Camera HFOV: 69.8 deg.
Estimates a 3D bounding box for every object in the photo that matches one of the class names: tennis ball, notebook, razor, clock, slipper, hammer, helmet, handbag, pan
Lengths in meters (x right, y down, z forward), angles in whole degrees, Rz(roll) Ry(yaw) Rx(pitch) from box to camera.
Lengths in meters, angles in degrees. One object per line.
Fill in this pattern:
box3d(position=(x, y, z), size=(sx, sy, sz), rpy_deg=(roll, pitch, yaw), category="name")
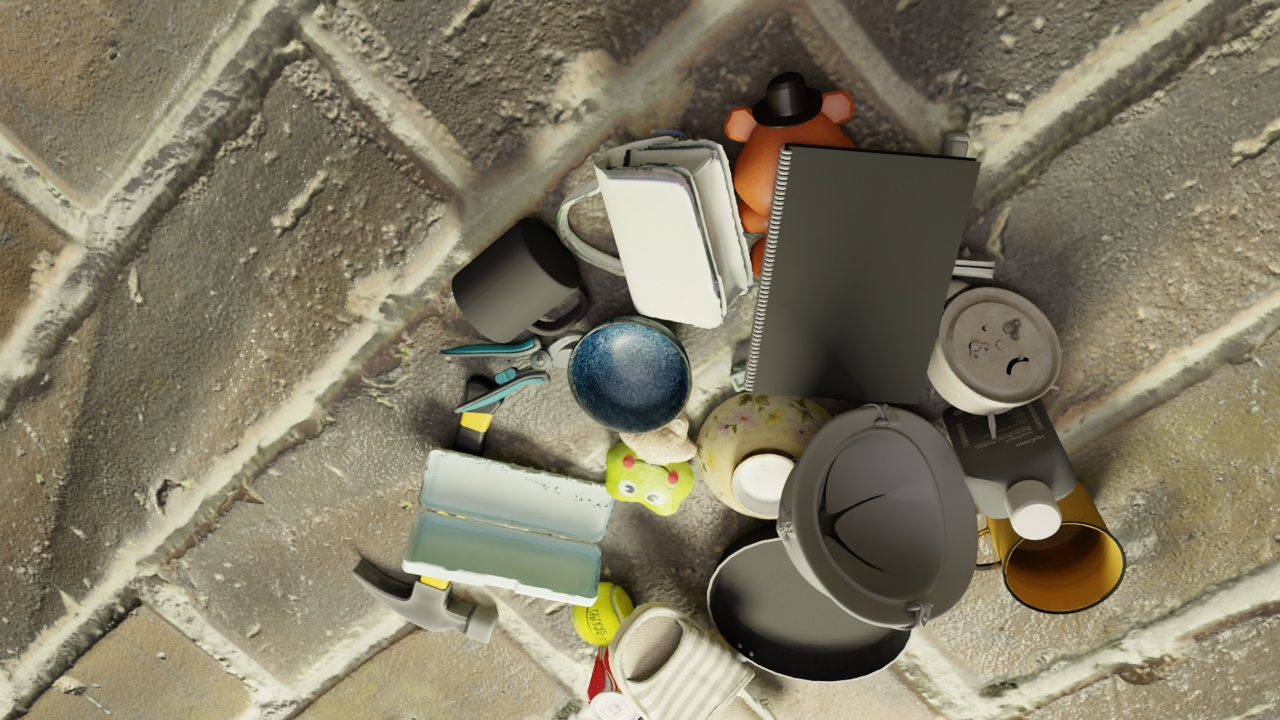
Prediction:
box3d(position=(-0.040, 0.271, 0.981), size=(0.065, 0.065, 0.065), rpy_deg=(4, 116, 8), category="tennis ball")
box3d(position=(0.168, -0.062, 0.724), size=(0.149, 0.016, 0.207), rpy_deg=(4, 117, -3), category="notebook")
box3d(position=(0.252, -0.129, 0.756), size=(0.088, 0.047, 0.116), rpy_deg=(5, 108, 7), category="razor")
box3d(position=(0.279, -0.019, 0.782), size=(0.103, 0.061, 0.157), rpy_deg=(-32, 76, -18), category="clock")
box3d(position=(0.071, 0.356, 0.944), size=(0.114, 0.054, 0.272), rpy_deg=(-43, 113, -12), category="slipper")
box3d(position=(-0.205, 0.158, 0.978), size=(0.170, 0.034, 0.325), rpy_deg=(20, 116, 1), category="hammer")
box3d(position=(0.178, 0.138, 0.795), size=(0.118, 0.270, 0.183), rpy_deg=(-19, 73, 45), category="helmet")
box3d(position=(0.003, -0.116, 0.784), size=(0.176, 0.073, 0.151), rpy_deg=(9, 133, 35), category="handbag")
box3d(position=(0.127, 0.289, 0.971), size=(0.204, 0.044, 0.357), rpy_deg=(38, 124, -10), category="pan")

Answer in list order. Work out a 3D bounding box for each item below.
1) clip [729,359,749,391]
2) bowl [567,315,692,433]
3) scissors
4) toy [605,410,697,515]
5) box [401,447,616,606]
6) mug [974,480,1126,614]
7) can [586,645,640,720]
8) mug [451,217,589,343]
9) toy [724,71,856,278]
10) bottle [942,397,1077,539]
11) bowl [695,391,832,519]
box3d(position=(0.119, 0.004, 0.848), size=(0.076, 0.042, 0.023), rpy_deg=(-22, 111, 20), category="clip")
box3d(position=(-0.005, 0.005, 0.851), size=(0.114, 0.060, 0.114), rpy_deg=(5, 116, 10), category="bowl")
box3d(position=(-0.127, 0.006, 0.886), size=(0.124, 0.019, 0.156), rpy_deg=(37, 98, -2), category="scissors")
box3d(position=(0.014, 0.095, 0.900), size=(0.092, 0.043, 0.118), rpy_deg=(19, 115, 2), category="toy")
box3d(position=(-0.129, 0.169, 0.923), size=(0.197, 0.074, 0.126), rpy_deg=(13, 93, -10), category="box")
box3d(position=(0.363, 0.164, 0.843), size=(0.124, 0.094, 0.100), rpy_deg=(-13, 114, 14), category="mug")
box3d(position=(-0.019, 0.337, 0.987), size=(0.064, 0.104, 0.064), rpy_deg=(4, 116, 8), category="can")
box3d(position=(-0.099, -0.064, 0.833), size=(0.088, 0.078, 0.113), rpy_deg=(-35, 132, 23), category="mug")
box3d(position=(0.127, -0.142, 0.740), size=(0.112, 0.096, 0.176), rpy_deg=(-4, 133, 12), category="toy")
box3d(position=(0.313, 0.085, 0.770), size=(0.084, 0.173, 0.046), rpy_deg=(-25, 109, 20), category="bottle")
box3d(position=(0.123, 0.104, 0.874), size=(0.145, 0.063, 0.145), rpy_deg=(4, 117, 8), category="bowl")
